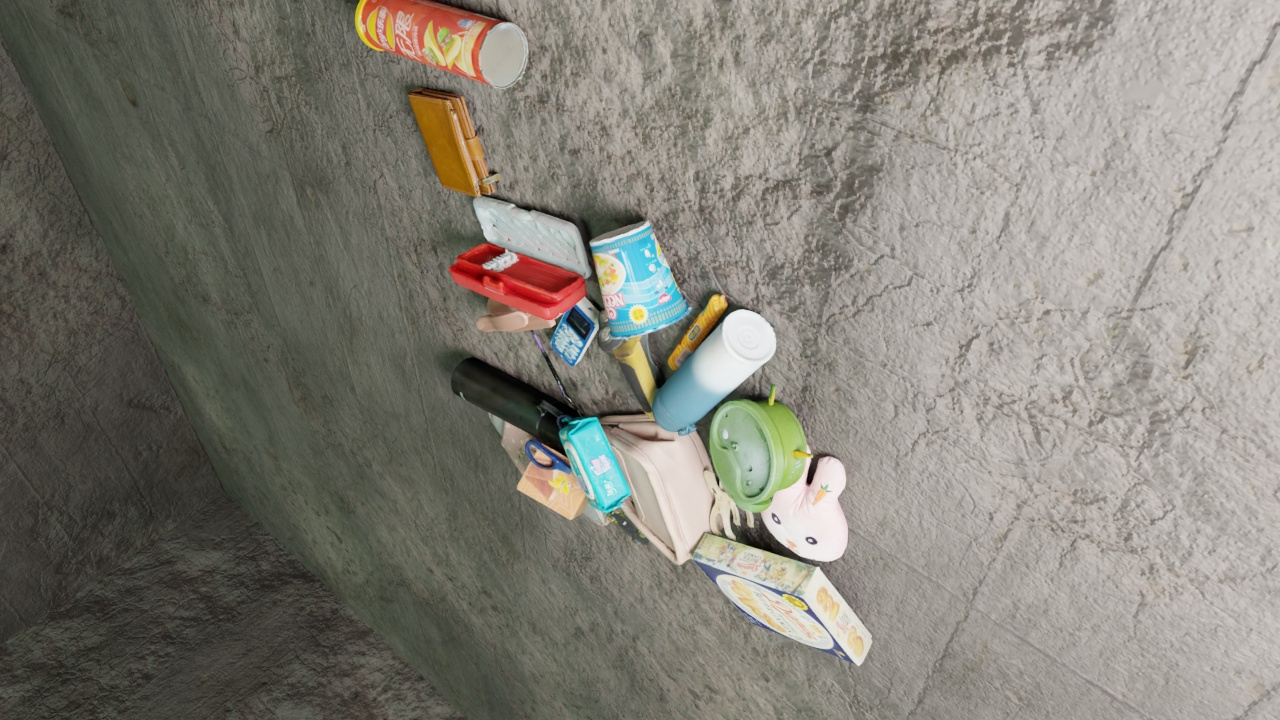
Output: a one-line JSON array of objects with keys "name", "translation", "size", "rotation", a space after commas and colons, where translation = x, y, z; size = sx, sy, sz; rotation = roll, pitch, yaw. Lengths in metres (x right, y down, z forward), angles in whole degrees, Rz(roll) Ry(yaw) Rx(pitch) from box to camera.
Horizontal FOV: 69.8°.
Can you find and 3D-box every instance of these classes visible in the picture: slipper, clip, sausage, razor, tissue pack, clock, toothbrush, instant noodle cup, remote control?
[{"name": "slipper", "translation": [-0.153, 0.170, 1.469], "size": [0.274, 0.054, 0.114], "rotation": [42, 146, 11]}, {"name": "clip", "translation": [0.120, 0.182, 1.196], "size": [0.035, 0.086, 0.104], "rotation": [-3, 92, 52]}, {"name": "sausage", "translation": [0.064, -0.030, 1.051], "size": [0.021, 0.021, 0.166], "rotation": [45, 146, 8]}, {"name": "razor", "translation": [-0.007, 0.007, 1.137], "size": [0.062, 0.067, 0.167], "rotation": [17, 140, 43]}, {"name": "tissue pack", "translation": [-0.065, 0.134, 1.227], "size": [0.133, 0.050, 0.093], "rotation": [66, 166, -1]}, {"name": "clock", "translation": [0.127, 0.108, 1.043], "size": [0.162, 0.056, 0.116], "rotation": [-55, 51, 49]}, {"name": "toothbrush", "translation": [-0.117, 0.031, 1.301], "size": [0.189, 0.016, 0.014], "rotation": [61, 163, 4]}, {"name": "instant noodle cup", "translation": [-0.006, -0.092, 1.017], "size": [0.099, 0.099, 0.110], "rotation": [-2, 112, 50]}, {"name": "remote control", "translation": [-0.084, -0.039, 1.213], "size": [0.049, 0.024, 0.125], "rotation": [46, 148, 7]}]

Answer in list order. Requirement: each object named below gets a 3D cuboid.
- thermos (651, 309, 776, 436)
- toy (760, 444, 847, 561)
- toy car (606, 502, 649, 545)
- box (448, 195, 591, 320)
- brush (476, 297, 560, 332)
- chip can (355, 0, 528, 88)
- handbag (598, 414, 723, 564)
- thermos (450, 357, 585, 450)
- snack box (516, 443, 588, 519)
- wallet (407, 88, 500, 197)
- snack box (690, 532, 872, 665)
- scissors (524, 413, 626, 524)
[{"name": "thermos", "translation": [0.077, 0.021, 1.048], "size": [0.070, 0.070, 0.221], "rotation": [47, 147, 5]}, {"name": "toy", "translation": [0.191, 0.165, 1.068], "size": [0.121, 0.054, 0.160], "rotation": [27, 133, 35]}, {"name": "toy car", "translation": [-0.016, 0.241, 1.394], "size": [0.091, 0.036, 0.043], "rotation": [46, 145, 9]}, {"name": "box", "translation": [-0.159, -0.131, 1.147], "size": [0.201, 0.094, 0.100], "rotation": [22, 140, 38]}, {"name": "brush", "translation": [-0.170, -0.067, 1.244], "size": [0.146, 0.072, 0.063], "rotation": [-5, 119, 53]}, {"name": "chip can", "translation": [-0.223, -0.362, 1.022], "size": [0.217, 0.073, 0.073], "rotation": [25, 139, 31]}, {"name": "handbag", "translation": [0.001, 0.157, 1.266], "size": [0.234, 0.093, 0.193], "rotation": [18, 134, 52]}, {"name": "thermos", "translation": [-0.185, 0.059, 1.385], "size": [0.243, 0.068, 0.090], "rotation": [22, 151, 34]}, {"name": "snack box", "translation": [-0.117, 0.178, 1.365], "size": [0.094, 0.077, 0.093], "rotation": [29, 178, 7]}, {"name": "wallet", "translation": [-0.235, -0.272, 1.154], "size": [0.119, 0.035, 0.131], "rotation": [19, 137, 38]}, {"name": "snack box", "translation": [0.180, 0.303, 1.173], "size": [0.183, 0.045, 0.178], "rotation": [8, 146, 46]}, {"name": "scissors", "translation": [-0.095, 0.153, 1.299], "size": [0.163, 0.012, 0.162], "rotation": [2, 104, 20]}]
